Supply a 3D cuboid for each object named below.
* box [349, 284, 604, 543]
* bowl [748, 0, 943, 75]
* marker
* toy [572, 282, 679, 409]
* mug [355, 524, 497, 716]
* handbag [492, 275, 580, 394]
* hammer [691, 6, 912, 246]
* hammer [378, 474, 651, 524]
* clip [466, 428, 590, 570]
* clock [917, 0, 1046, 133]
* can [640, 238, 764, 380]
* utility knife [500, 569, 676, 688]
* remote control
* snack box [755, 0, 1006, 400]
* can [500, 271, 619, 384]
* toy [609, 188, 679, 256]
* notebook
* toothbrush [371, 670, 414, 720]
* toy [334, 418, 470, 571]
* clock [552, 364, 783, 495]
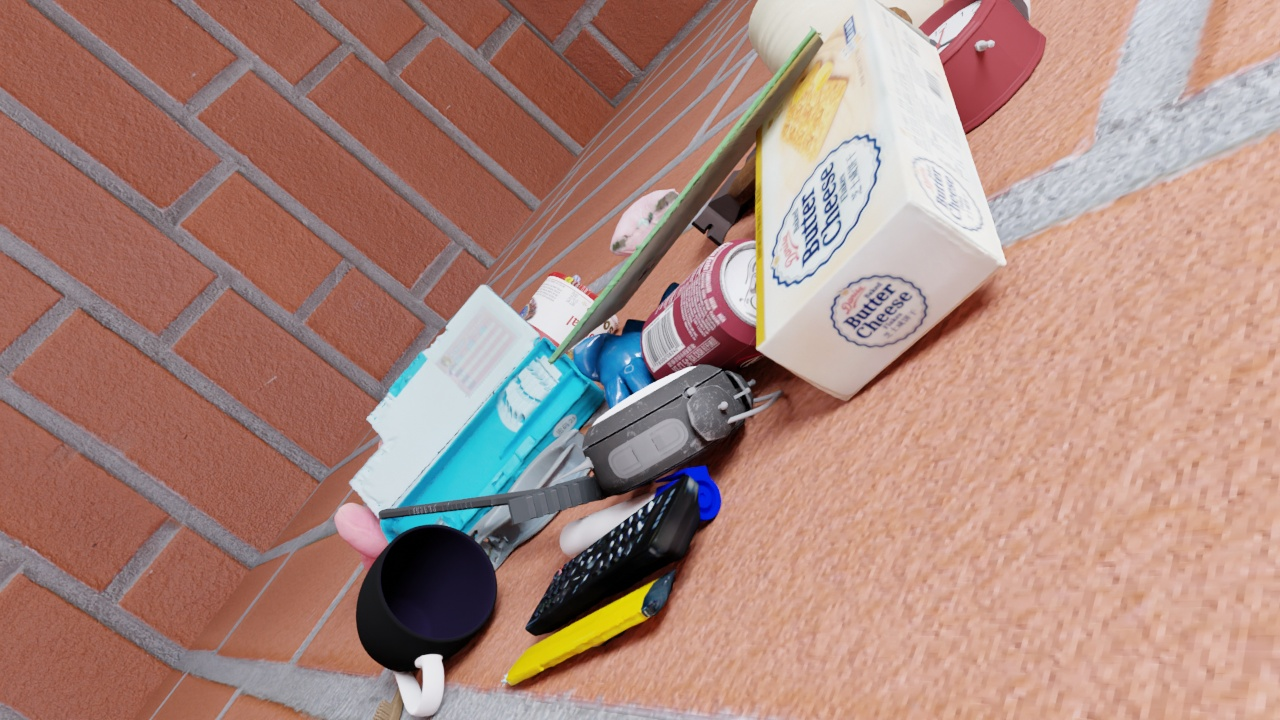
[{"bbox_3d":[-0.158,0.065,0.826,0.227,0.056,0.185,-48,53,0],"label":"box"},{"bbox_3d":[0.166,-0.248,0.700,0.150,0.075,0.151,-17,-15,-5],"label":"bowl"},{"bbox_3d":[-0.005,0.088,0.515,0.133,0.023,0.027,-31,67,51],"label":"marker"},{"bbox_3d":[-0.004,0.004,0.651,0.113,0.071,0.176,-32,20,19],"label":"toy"},{"bbox_3d":[-0.154,0.187,0.630,0.100,0.084,0.118,-49,40,44],"label":"mug"},{"bbox_3d":[-0.112,-0.014,1.011,0.158,0.069,0.127,-56,14,-14],"label":"handbag"},{"bbox_3d":[0.114,-0.170,0.702,0.115,0.033,0.323,-53,4,-16],"label":"hammer"},{"bbox_3d":[-0.127,0.105,0.661,0.094,0.015,0.326,-12,-3,-39],"label":"hammer"},{"bbox_3d":[-0.096,0.124,0.691,0.163,0.028,0.107,-46,13,17],"label":"clip"},{"bbox_3d":[0.197,-0.188,0.572,0.096,0.048,0.137,-38,20,39],"label":"clock"},{"bbox_3d":[0.047,-0.023,0.538,0.063,0.063,0.114,-57,7,-26],"label":"can"},{"bbox_3d":[-0.033,0.143,0.478,0.163,0.017,0.030,-36,2,42],"label":"utility knife"},{"bbox_3d":[-0.015,0.109,0.482,0.151,0.022,0.047,-44,10,48],"label":"remote control"},{"bbox_3d":[0.110,-0.090,0.470,0.104,0.057,0.207,-49,23,39],"label":"snack box"},{"bbox_3d":[-0.089,-0.016,0.902,0.116,0.086,0.087,-53,15,-12],"label":"can"},{"bbox_3d":[0.010,-0.158,1.046,0.099,0.053,0.095,-42,3,14],"label":"toy"},{"bbox_3d":[0.037,-0.111,0.618,0.253,0.010,0.181,-50,-1,20],"label":"notebook"},{"bbox_3d":[-0.174,0.223,0.697,0.016,0.016,0.166,-43,15,19],"label":"toothbrush"},{"bbox_3d":[-0.220,0.115,0.941,0.142,0.084,0.212,87,-153,-57],"label":"toy"},{"bbox_3d":[0.015,0.033,0.505,0.123,0.044,0.091,-30,-2,22],"label":"clock"}]
